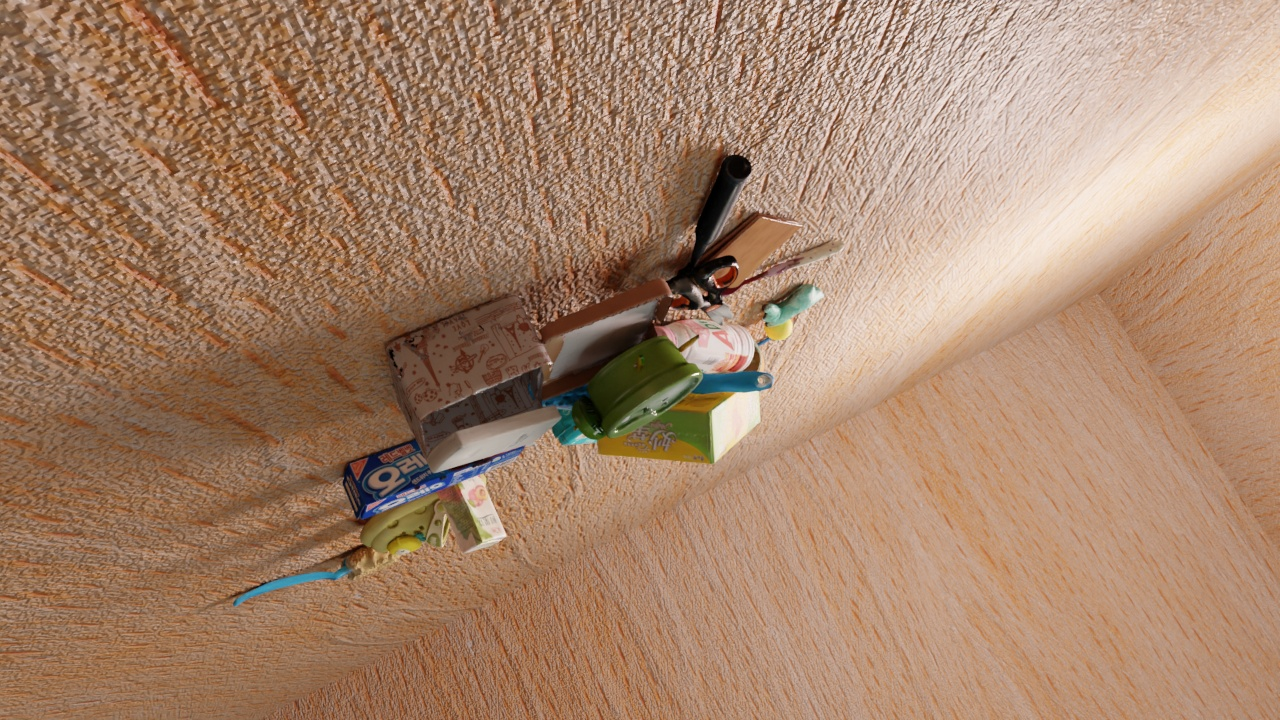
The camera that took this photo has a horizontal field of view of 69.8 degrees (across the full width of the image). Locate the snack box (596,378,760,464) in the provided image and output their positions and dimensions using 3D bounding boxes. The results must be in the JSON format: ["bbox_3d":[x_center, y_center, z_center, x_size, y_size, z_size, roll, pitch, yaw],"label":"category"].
[{"bbox_3d":[0.054,0.070,1.197,0.158,0.070,0.209,2,-169,23],"label":"snack box"}]

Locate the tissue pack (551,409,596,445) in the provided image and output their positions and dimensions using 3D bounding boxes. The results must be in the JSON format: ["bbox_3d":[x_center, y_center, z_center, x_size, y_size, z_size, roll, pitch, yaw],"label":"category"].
[{"bbox_3d":[-0.059,0.073,1.258,0.093,0.050,0.133,-35,164,18],"label":"tissue pack"}]

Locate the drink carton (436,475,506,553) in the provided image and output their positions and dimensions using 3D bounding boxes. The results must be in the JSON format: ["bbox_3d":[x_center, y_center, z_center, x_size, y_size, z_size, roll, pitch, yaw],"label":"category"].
[{"bbox_3d":[-0.229,0.189,1.208,0.046,0.122,0.053,-34,165,26],"label":"drink carton"}]

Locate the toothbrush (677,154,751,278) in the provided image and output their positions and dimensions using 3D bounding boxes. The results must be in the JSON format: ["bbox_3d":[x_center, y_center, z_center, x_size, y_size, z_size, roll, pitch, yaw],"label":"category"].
[{"bbox_3d":[0.063,-0.124,0.864,0.027,0.026,0.213,-31,168,-20],"label":"toothbrush"}]

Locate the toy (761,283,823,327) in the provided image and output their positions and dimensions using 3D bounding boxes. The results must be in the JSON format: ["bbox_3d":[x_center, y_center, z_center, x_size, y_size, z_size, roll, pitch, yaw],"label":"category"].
[{"bbox_3d":[0.205,-0.076,1.271,0.092,0.030,0.096,-36,158,20],"label":"toy"}]

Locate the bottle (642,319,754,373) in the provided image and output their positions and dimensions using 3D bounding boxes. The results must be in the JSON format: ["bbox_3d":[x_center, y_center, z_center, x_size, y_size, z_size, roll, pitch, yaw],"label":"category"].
[{"bbox_3d":[0.071,-0.018,1.160,0.068,0.068,0.196,-36,158,29],"label":"bottle"}]

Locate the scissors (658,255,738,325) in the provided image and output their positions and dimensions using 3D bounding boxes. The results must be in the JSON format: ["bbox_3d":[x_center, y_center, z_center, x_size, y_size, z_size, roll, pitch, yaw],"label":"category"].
[{"bbox_3d":[0.090,-0.070,1.015,0.149,0.021,0.234,-31,163,31],"label":"scissors"}]

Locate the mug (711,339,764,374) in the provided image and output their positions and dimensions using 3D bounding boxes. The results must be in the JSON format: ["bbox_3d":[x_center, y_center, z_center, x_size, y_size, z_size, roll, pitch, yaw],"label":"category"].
[{"bbox_3d":[0.147,0.003,1.350,0.078,0.078,0.122,-31,169,11],"label":"mug"}]

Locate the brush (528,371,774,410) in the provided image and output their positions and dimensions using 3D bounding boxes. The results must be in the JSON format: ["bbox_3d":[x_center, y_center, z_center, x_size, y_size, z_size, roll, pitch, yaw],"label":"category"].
[{"bbox_3d":[0.020,0.025,1.086,0.314,0.060,0.109,-4,169,-8],"label":"brush"}]

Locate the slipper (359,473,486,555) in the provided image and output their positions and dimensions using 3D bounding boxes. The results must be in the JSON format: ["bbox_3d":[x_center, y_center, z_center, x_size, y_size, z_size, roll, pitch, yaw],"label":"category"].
[{"bbox_3d":[-0.296,0.223,1.287,0.190,0.081,0.092,-27,163,-12],"label":"slipper"}]

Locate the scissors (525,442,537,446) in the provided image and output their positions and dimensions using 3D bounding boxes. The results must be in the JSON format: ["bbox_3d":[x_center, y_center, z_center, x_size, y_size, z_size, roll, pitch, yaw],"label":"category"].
[{"bbox_3d":[-0.179,0.113,1.246,0.163,0.012,0.174,-42,162,34],"label":"scissors"}]

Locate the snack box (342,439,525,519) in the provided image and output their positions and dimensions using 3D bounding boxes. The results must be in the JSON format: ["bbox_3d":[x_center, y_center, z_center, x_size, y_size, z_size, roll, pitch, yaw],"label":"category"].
[{"bbox_3d":[-0.241,0.122,1.084,0.207,0.058,0.057,-19,163,-30],"label":"snack box"}]

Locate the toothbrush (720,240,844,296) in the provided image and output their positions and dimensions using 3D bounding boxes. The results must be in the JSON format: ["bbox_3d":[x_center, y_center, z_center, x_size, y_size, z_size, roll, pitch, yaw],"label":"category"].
[{"bbox_3d":[0.172,-0.111,1.119,0.187,0.016,0.017,-22,172,-19],"label":"toothbrush"}]

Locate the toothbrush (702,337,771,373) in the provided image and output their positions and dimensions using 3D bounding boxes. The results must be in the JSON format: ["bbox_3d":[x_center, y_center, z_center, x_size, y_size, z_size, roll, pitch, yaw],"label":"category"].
[{"bbox_3d":[0.140,0.003,1.444,0.189,0.016,0.014,-28,173,-2],"label":"toothbrush"}]

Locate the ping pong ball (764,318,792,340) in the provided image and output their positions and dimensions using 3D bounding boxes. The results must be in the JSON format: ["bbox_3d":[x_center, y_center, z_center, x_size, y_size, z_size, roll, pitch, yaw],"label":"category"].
[{"bbox_3d":[0.199,-0.049,1.324,0.040,0.040,0.040,-26,165,-8],"label":"ping pong ball"}]

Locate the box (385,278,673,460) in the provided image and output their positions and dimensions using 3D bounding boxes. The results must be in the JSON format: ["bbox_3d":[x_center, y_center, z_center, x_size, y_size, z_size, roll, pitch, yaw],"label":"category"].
[{"bbox_3d":[-0.101,0.002,0.883,0.259,0.082,0.177,-23,164,-17],"label":"box"}]

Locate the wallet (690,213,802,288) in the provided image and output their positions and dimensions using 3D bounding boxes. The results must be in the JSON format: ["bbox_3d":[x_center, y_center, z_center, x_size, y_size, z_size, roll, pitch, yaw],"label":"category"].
[{"bbox_3d":[0.109,-0.117,0.987,0.116,0.020,0.101,-40,160,29],"label":"wallet"}]

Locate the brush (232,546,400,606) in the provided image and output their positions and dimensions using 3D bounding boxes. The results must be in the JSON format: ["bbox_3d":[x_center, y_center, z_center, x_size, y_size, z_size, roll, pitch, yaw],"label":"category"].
[{"bbox_3d":[-0.481,0.321,1.382,0.254,0.046,0.083,-12,163,-35],"label":"brush"}]

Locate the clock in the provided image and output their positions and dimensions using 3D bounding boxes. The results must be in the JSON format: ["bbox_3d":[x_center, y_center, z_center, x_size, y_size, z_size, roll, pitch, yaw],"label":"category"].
[{"bbox_3d":[-0.008,0.034,0.951,0.115,0.056,0.162,-19,160,-46],"label":"clock"}]

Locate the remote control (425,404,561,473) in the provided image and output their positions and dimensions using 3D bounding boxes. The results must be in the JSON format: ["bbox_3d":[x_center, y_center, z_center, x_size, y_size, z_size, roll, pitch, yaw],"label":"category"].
[{"bbox_3d":[-0.138,0.073,0.869,0.134,0.019,0.056,-14,159,-49],"label":"remote control"}]
